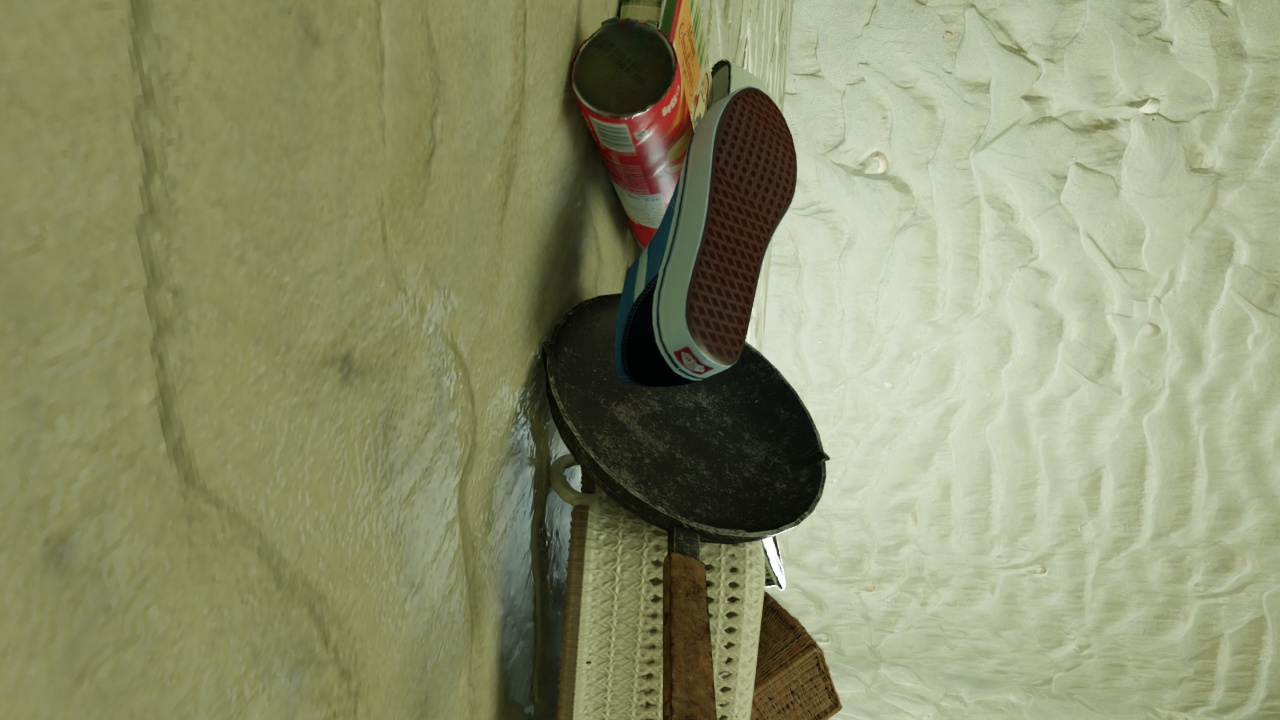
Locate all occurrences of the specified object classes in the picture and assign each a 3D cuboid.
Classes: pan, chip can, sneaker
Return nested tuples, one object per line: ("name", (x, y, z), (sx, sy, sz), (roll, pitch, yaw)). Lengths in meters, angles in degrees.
("pan", (0.024, 0.087, 0.541), (0.040, 0.207, 0.356), (-56, -162, 37))
("chip can", (0.008, -0.147, 0.659), (0.233, 0.073, 0.073), (57, 41, -72))
("sneaker", (0.033, -0.086, 0.609), (0.083, 0.098, 0.240), (41, 52, -29))

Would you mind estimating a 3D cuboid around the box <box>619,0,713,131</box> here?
("box", (0.022, -0.224, 0.750), (0.205, 0.050, 0.117), (59, 38, -71))

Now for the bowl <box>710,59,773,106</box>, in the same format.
("bowl", (0.087, -0.205, 0.891), (0.153, 0.073, 0.153), (-165, -89, -77))

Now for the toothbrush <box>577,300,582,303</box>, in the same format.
("toothbrush", (-0.029, 0.002, 0.710), (0.189, 0.017, 0.016), (71, 17, -63))

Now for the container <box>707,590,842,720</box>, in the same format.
("container", (0.059, 0.286, 0.787), (0.112, 0.198, 0.114), (46, -13, 48))

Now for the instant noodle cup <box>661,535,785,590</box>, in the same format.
("instant noodle cup", (0.048, 0.137, 0.765), (0.137, 0.112, 0.137), (-18, 89, -81))

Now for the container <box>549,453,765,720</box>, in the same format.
("container", (0.001, 0.194, 0.638), (0.184, 0.143, 0.246), (-93, -173, -77))
